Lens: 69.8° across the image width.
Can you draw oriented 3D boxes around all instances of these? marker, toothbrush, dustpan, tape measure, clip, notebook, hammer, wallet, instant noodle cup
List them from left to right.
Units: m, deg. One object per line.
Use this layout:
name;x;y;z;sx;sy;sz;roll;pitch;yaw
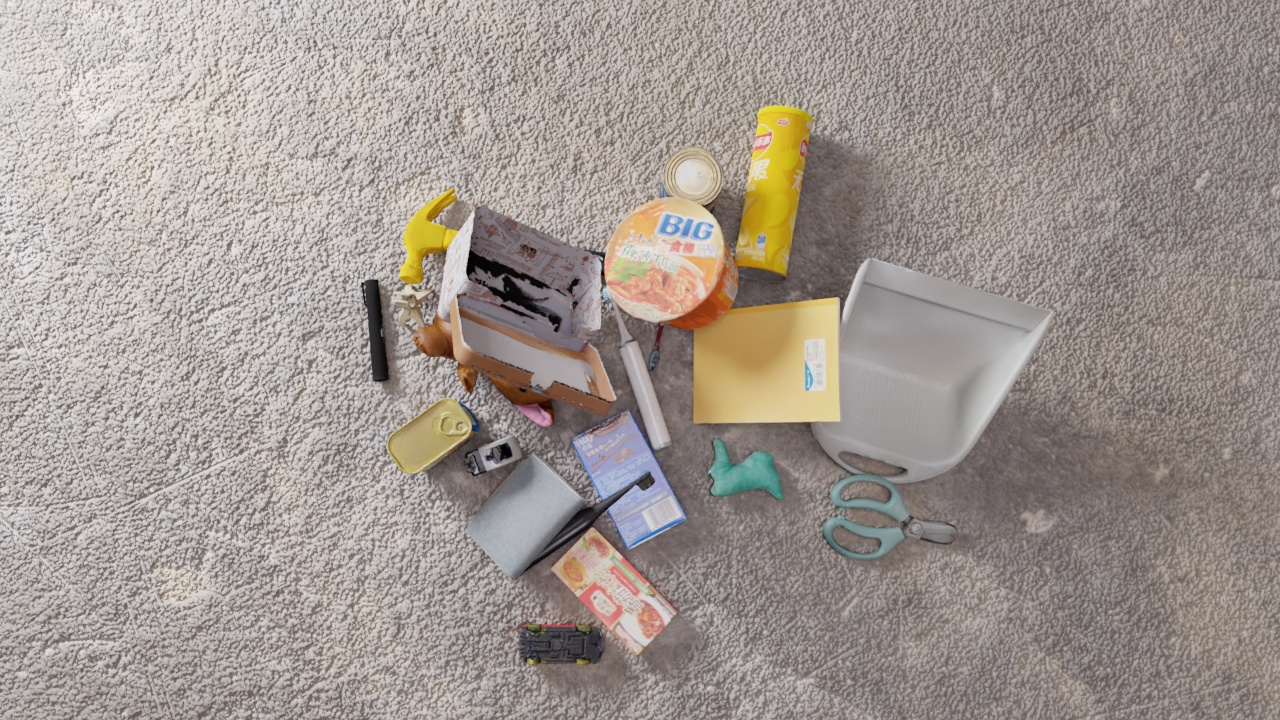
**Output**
marker;-0.339;-0.038;1.171;0.022;0.020;0.132;-6;85;-13
clip;-0.285;-0.059;1.144;0.035;0.101;0.096;11;112;-2
tape measure;-0.181;0.118;1.137;0.066;0.066;0.033;-21;90;-1
hammer;-0.150;-0.140;1.170;0.300;0.033;0.128;9;75;-3
wallet;-0.145;0.190;1.138;0.106;0.037;0.129;39;85;28
toothbrush;-0.072;0.200;1.133;0.213;0.026;0.027;-34;85;6
toothbrush;-0.007;0.007;1.168;0.026;0.026;0.221;-23;84;42
toothbrush;0.034;-0.076;1.181;0.016;0.017;0.187;13;86;-1
instant noodle cup;0.046;-0.107;1.111;0.152;0.111;0.151;-5;77;22
notebook;0.149;0.005;1.114;0.207;0.010;0.146;-5;83;39
dustpan;0.321;0.035;1.090;0.223;0.258;0.142;16;61;0

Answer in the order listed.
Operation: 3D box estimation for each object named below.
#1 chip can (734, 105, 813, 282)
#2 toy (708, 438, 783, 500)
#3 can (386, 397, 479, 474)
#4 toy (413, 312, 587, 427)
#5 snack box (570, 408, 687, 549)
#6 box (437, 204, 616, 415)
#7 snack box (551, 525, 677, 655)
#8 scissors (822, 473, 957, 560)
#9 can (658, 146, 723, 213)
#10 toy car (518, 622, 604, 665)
chip can;0.167;-0.210;1.168;0.072;0.072;0.213;11;86;0
toy;0.127;0.140;1.158;0.092;0.030;0.096;-15;80;-4
can;-0.252;0.093;1.129;0.102;0.083;0.057;-36;87;-4
toy;-0.164;-0.015;1.127;0.199;0.130;0.140;36;88;-7
snack box;-0.015;0.149;1.156;0.084;0.026;0.157;-28;86;-2
box;-0.128;-0.044;1.022;0.178;0.103;0.260;21;43;-26
snack box;-0.033;0.286;1.145;0.075;0.025;0.153;-45;87;-5
scissors;0.319;0.185;1.156;0.185;0.019;0.129;-7;94;-1
can;0.062;-0.215;1.146;0.075;0.111;0.075;0;85;-1
toy car;-0.097;0.350;1.135;0.106;0.031;0.049;0;86;0
